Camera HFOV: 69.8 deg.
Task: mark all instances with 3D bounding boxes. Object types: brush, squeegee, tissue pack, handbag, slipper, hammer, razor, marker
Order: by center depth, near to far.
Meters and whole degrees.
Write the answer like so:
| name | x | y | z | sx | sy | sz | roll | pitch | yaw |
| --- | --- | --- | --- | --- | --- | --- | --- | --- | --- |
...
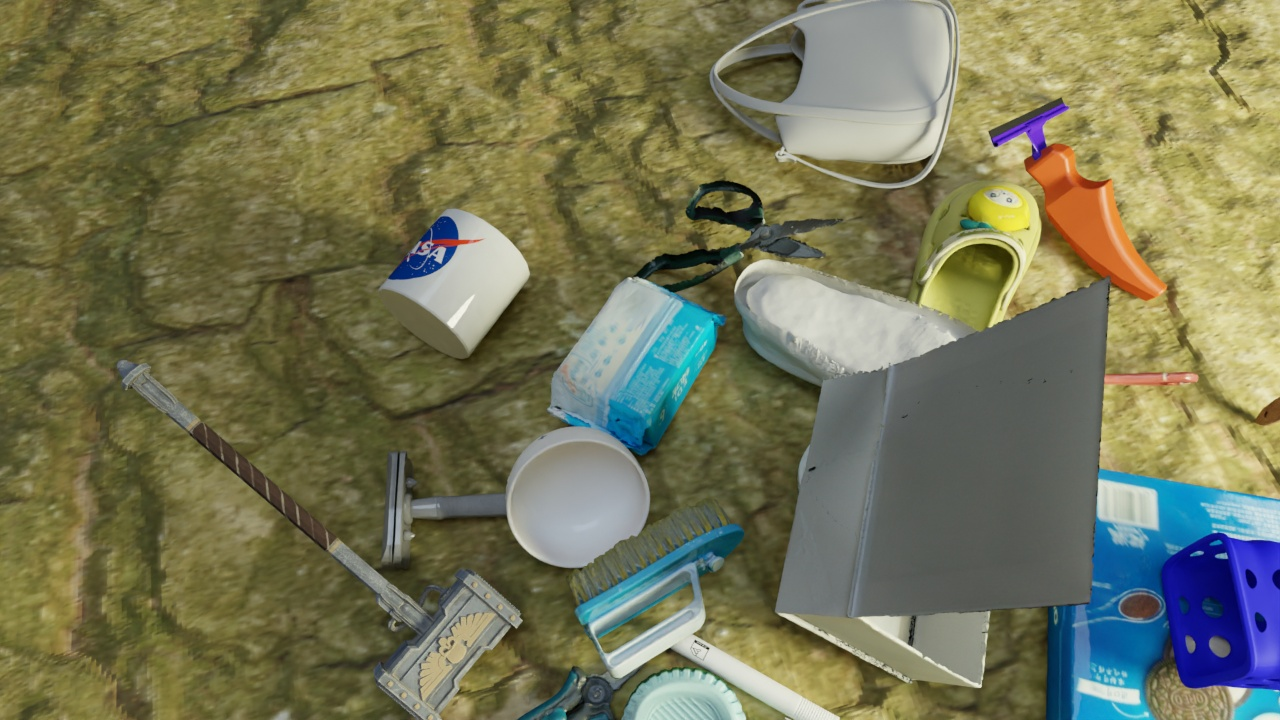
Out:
| name | x | y | z | sx | sy | sz | roll | pitch | yaw |
| --- | --- | --- | --- | --- | --- | --- | --- | --- | --- |
| slipper | 0.036 | 0.331 | 0.571 | 0.116 | 0.069 | 0.275 | -7 | 62 | 5 |
| hammer | -0.234 | 0.112 | 0.637 | 0.322 | 0.044 | 0.098 | 43 | 72 | -7 |
| brush | 0.472 | 0.022 | 0.647 | 0.008 | 0.143 | 0.045 | 11 | 73 | 11 |
| marker | 0.076 | 0.227 | 0.647 | 0.133 | 0.017 | 0.020 | 26 | 72 | 17 |
| brush | 0.020 | 0.161 | 0.662 | 0.135 | 0.055 | 0.075 | -29 | 56 | -10 |
| razor | -0.139 | 0.114 | 0.713 | 0.116 | 0.047 | 0.088 | -2 | 63 | -5 |
| brush | 0.344 | 0.024 | 0.718 | 0.172 | 0.041 | 0.030 | 0 | 82 | 6 |
| slipper | 0.183 | 0.002 | 0.719 | 0.247 | 0.074 | 0.112 | 27 | 78 | 23 |
| tissue pack | -0.004 | 0.004 | 0.743 | 0.093 | 0.062 | 0.144 | 25 | 66 | 18 |
| slipper | 0.272 | -0.082 | 0.754 | 0.092 | 0.082 | 0.190 | 21 | 69 | 17 |
| squeegee | 0.372 | -0.127 | 0.769 | 0.185 | 0.055 | 0.248 | 53 | 40 | 6 |
| handbag | 0.172 | -0.259 | 0.849 | 0.223 | 0.096 | 0.215 | 5 | 61 | 13 |

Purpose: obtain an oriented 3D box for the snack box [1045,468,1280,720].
| name | x | y | z | sx | sy | sz | roll | pitch | yaw |
| --- | --- | --- | --- | --- | --- | --- | --- | --- | --- |
| snack box | 0.404 | 0.188 | 0.618 | 0.239 | 0.056 | 0.195 | 10 | 64 | 9 |

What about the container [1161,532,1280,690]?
| name | x | y | z | sx | sy | sz | roll | pitch | yaw |
| --- | --- | --- | --- | --- | --- | --- | --- | --- | --- |
| container | 0.398 | 0.156 | 0.554 | 0.113 | 0.085 | 0.084 | 3 | 64 | 5 |

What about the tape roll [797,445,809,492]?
| name | x | y | z | sx | sy | sz | roll | pitch | yaw |
| --- | --- | --- | --- | --- | --- | --- | --- | --- | --- |
| tape roll | 0.169 | 0.093 | 0.710 | 0.093 | 0.013 | 0.093 | -2 | 63 | 4 |

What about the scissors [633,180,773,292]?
| name | x | y | z | sx | sy | sz | roll | pitch | yaw |
| --- | --- | --- | --- | --- | --- | --- | --- | --- | --- |
| scissors | 0.069 | -0.088 | 0.760 | 0.154 | 0.015 | 0.209 | -45 | 34 | -9 |

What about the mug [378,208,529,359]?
| name | x | y | z | sx | sy | sz | roll | pitch | yaw |
| --- | --- | --- | --- | --- | --- | --- | --- | --- | --- |
| mug | -0.166 | -0.066 | 0.785 | 0.121 | 0.091 | 0.090 | 9 | 58 | 49 |

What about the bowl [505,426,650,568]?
| name | x | y | z | sx | sy | sz | roll | pitch | yaw |
| --- | --- | --- | --- | --- | --- | --- | --- | --- | --- |
| bowl | -0.049 | 0.098 | 0.686 | 0.105 | 0.054 | 0.105 | -3 | 106 | -10 |

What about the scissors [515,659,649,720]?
| name | x | y | z | sx | sy | sz | roll | pitch | yaw |
| --- | --- | --- | --- | --- | --- | --- | --- | --- | --- |
| scissors | -0.057 | 0.248 | 0.647 | 0.139 | 0.019 | 0.128 | 4 | 63 | 5 |

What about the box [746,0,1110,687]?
| name | x | y | z | sx | sy | sz | roll | pitch | yaw |
| --- | --- | --- | --- | --- | --- | --- | --- | --- | --- |
| box | 0.150 | 0.037 | 0.465 | 0.149 | 0.507 | 0.166 | 10 | 65 | 14 |
